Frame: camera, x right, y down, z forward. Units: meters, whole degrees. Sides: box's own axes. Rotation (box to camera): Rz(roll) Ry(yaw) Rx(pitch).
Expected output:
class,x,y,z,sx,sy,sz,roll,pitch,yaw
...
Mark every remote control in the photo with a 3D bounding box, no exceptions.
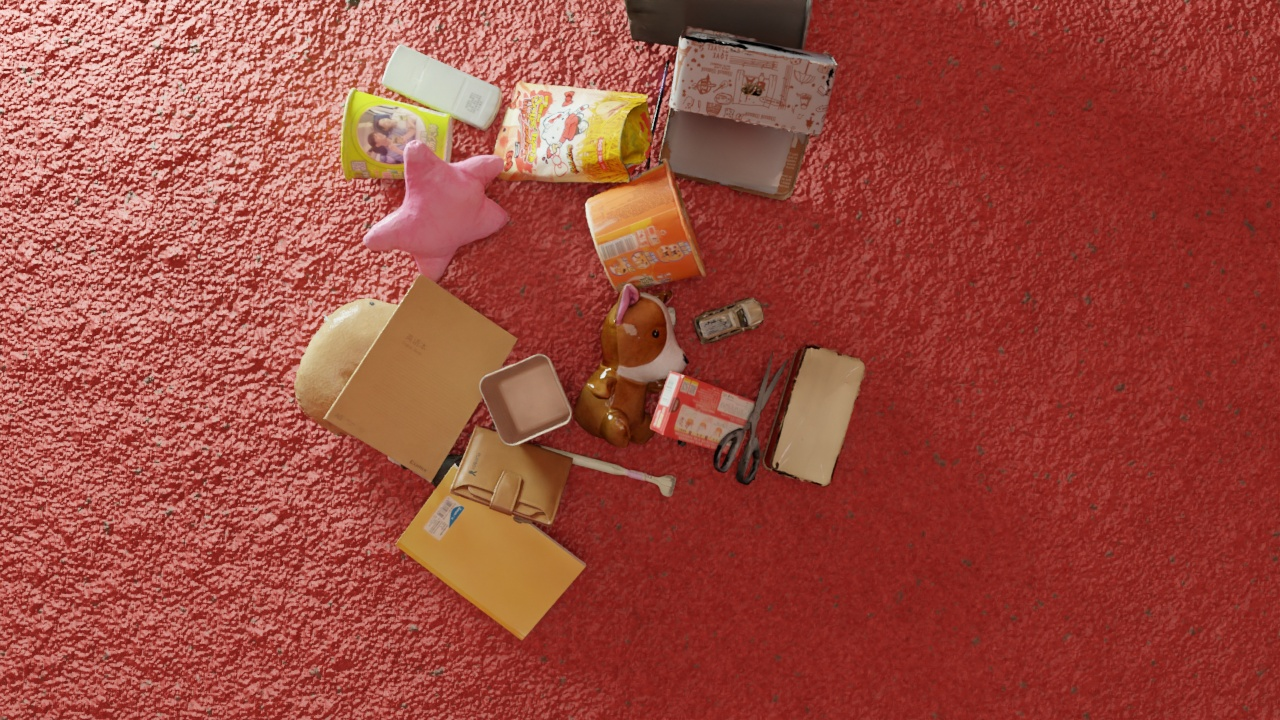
class,x,y,z,sx,sy,sz,roll,pitch,yaw
remote control,-0.252,-0.347,1.172,0.150,0.021,0.058,25,89,0

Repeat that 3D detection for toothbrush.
class,x,y,z,sx,sy,sz,roll,pitch,yaw
toothbrush,0.046,0.021,1.178,0.015,0.018,0.181,-5,91,-4
toothbrush,0.014,-0.295,1.180,0.017,0.014,0.189,12,90,12
toothbrush,-0.048,0.137,1.175,0.189,0.020,0.029,15,59,0

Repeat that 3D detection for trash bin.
class,x,y,z,sx,sy,sz,roll,pitch,yaw
trash bin,0.098,-0.474,1.097,0.220,0.198,0.199,3,81,7

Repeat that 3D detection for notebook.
class,x,y,z,sx,sy,sz,roll,pitch,yaw
notebook,-0.190,0.244,1.151,0.206,0.010,0.146,37,109,-2
notebook,-0.265,0.021,1.127,0.149,0.012,0.211,35,74,-21

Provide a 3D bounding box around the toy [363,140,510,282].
class,x,y,z,sx,sy,sz,roll,pitch,yaw
toy,-0.238,-0.175,1.126,0.195,0.178,0.074,-58,48,28

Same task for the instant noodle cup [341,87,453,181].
class,x,y,z,sx,sy,sz,roll,pitch,yaw
instant noodle cup,-0.297,-0.270,1.135,0.123,0.112,0.111,7,90,-8

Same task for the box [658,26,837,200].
class,x,y,z,sx,sy,sz,roll,pitch,yaw
box,0.117,-0.277,1.069,0.181,0.157,0.206,13,121,0

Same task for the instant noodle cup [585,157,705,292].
class,x,y,z,sx,sy,sz,roll,pitch,yaw
instant noodle cup,0.005,-0.157,1.118,0.111,0.151,0.151,-18,90,7

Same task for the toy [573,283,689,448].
class,x,y,z,sx,sy,sz,roll,pitch,yaw
toy,-0.007,0.007,1.121,0.130,0.140,0.199,13,94,18

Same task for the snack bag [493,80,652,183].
class,x,y,z,sx,sy,sz,roll,pitch,yaw
snack bag,-0.089,-0.277,1.124,0.208,0.073,0.128,12,90,30

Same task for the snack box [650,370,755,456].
class,x,y,z,sx,sy,sz,roll,pitch,yaw
snack box,0.079,0.067,1.124,0.152,0.025,0.075,20,90,-45

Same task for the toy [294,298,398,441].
class,x,y,z,sx,sy,sz,roll,pitch,yaw
toy,-0.336,-0.013,1.147,0.143,0.082,0.226,33,86,-15

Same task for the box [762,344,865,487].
class,x,y,z,sx,sy,sz,roll,pitch,yaw
box,0.219,0.069,1.146,0.091,0.077,0.168,17,88,0

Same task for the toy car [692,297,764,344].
class,x,y,z,sx,sy,sz,roll,pitch,yaw
toy car,0.114,-0.051,1.169,0.090,0.035,0.042,-19,91,-3

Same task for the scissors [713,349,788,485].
class,x,y,z,sx,sy,sz,roll,pitch,yaw
scissors,0.141,0.076,1.157,0.165,0.014,0.163,-25,119,-37

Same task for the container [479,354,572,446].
class,x,y,z,sx,sy,sz,roll,pitch,yaw
container,-0.135,0.047,1.128,0.090,0.111,0.090,-23,90,-1

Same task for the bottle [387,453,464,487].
class,x,y,z,sx,sy,sz,roll,pitch,yaw
bottle,-0.225,0.151,1.161,0.195,0.044,0.080,25,96,1

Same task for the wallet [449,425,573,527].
class,x,y,z,sx,sy,sz,roll,pitch,yaw
wallet,-0.157,0.142,1.124,0.132,0.031,0.107,20,47,-4
